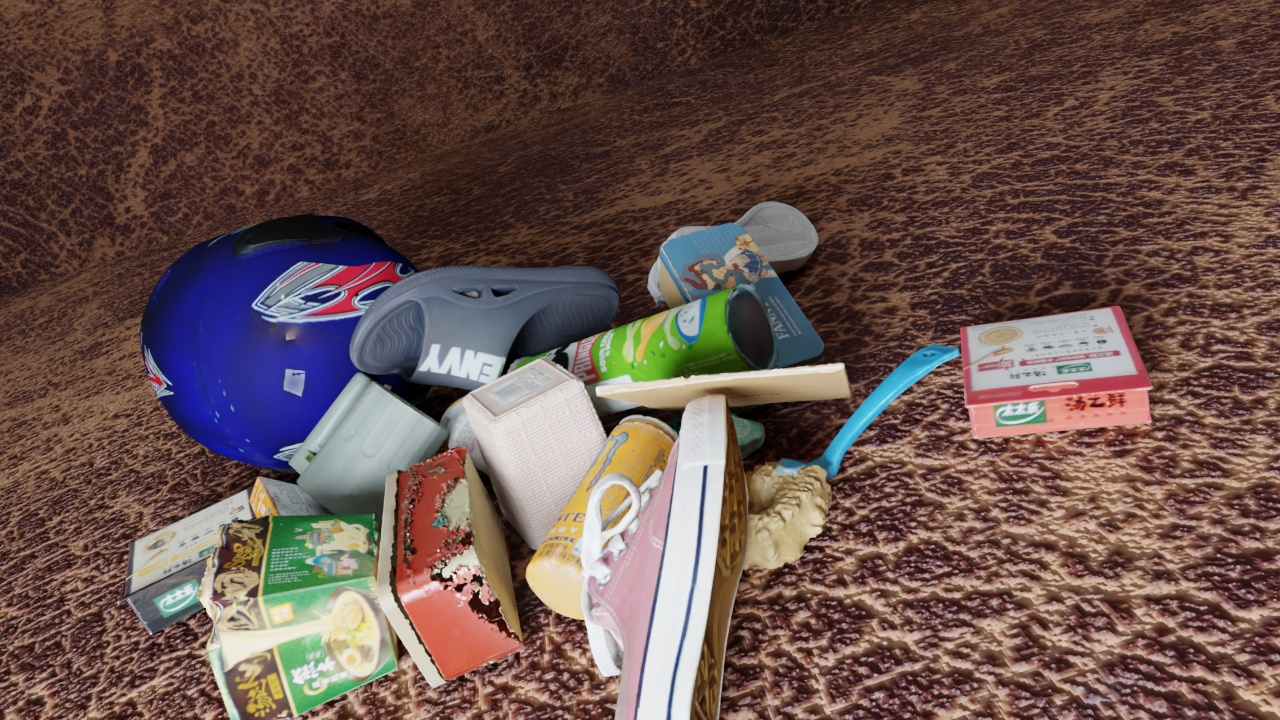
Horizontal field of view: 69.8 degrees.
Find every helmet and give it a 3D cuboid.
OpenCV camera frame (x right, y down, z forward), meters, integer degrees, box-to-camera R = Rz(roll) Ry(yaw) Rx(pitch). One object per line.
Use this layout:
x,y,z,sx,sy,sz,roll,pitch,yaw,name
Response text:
-0.320,-0.024,0.931,0.241,0.248,0.314,15,27,28,helmet

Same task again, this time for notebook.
0.069,0.021,0.629,0.148,0.008,0.207,-6,-8,14,notebook

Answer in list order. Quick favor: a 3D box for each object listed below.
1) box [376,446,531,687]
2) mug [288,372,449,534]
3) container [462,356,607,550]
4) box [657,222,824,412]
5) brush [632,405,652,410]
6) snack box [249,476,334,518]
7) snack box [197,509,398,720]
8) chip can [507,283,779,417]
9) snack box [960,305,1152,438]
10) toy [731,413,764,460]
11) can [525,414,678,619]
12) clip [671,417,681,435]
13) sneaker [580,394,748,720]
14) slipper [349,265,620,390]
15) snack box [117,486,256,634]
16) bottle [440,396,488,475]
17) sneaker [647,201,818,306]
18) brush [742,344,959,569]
-0.125,0.130,0.634,0.080,0.091,0.168,-23,24,-4,box
-0.236,0.073,0.781,0.124,0.083,0.103,29,81,36,mug
-0.074,0.067,0.708,0.089,0.111,0.090,-27,25,-19,container
0.085,-0.036,0.795,0.089,0.059,0.184,-20,53,-15,box
0.037,-0.003,0.839,0.145,0.063,0.073,-33,31,-28,brush
-0.265,0.137,0.746,0.075,0.026,0.154,21,1,-34,snack box
-0.221,0.169,0.617,0.105,0.118,0.118,-10,25,-11,snack box
-0.004,0.004,0.747,0.237,0.072,0.072,-17,20,36,chip can
0.288,0.013,0.646,0.113,0.044,0.126,-8,25,22,snack box
0.062,0.075,0.698,0.097,0.030,0.091,13,43,41,toy
-0.021,0.105,0.632,0.058,0.058,0.145,-3,36,31,can
0.037,0.061,0.761,0.043,0.014,0.056,-17,23,2,clip
0.008,0.117,0.521,0.088,0.118,0.240,-1,48,17,sneaker
-0.123,-0.026,0.835,0.267,0.111,0.083,-10,47,-32,slipper
-0.371,0.167,0.776,0.113,0.053,0.126,-26,26,-18,snack box
-0.134,0.071,0.801,0.063,0.063,0.108,-28,25,-20,bottle
0.103,-0.109,1.012,0.241,0.089,0.091,-20,-22,-42,sneaker
0.142,0.056,0.646,0.254,0.046,0.083,-37,28,-25,brush
